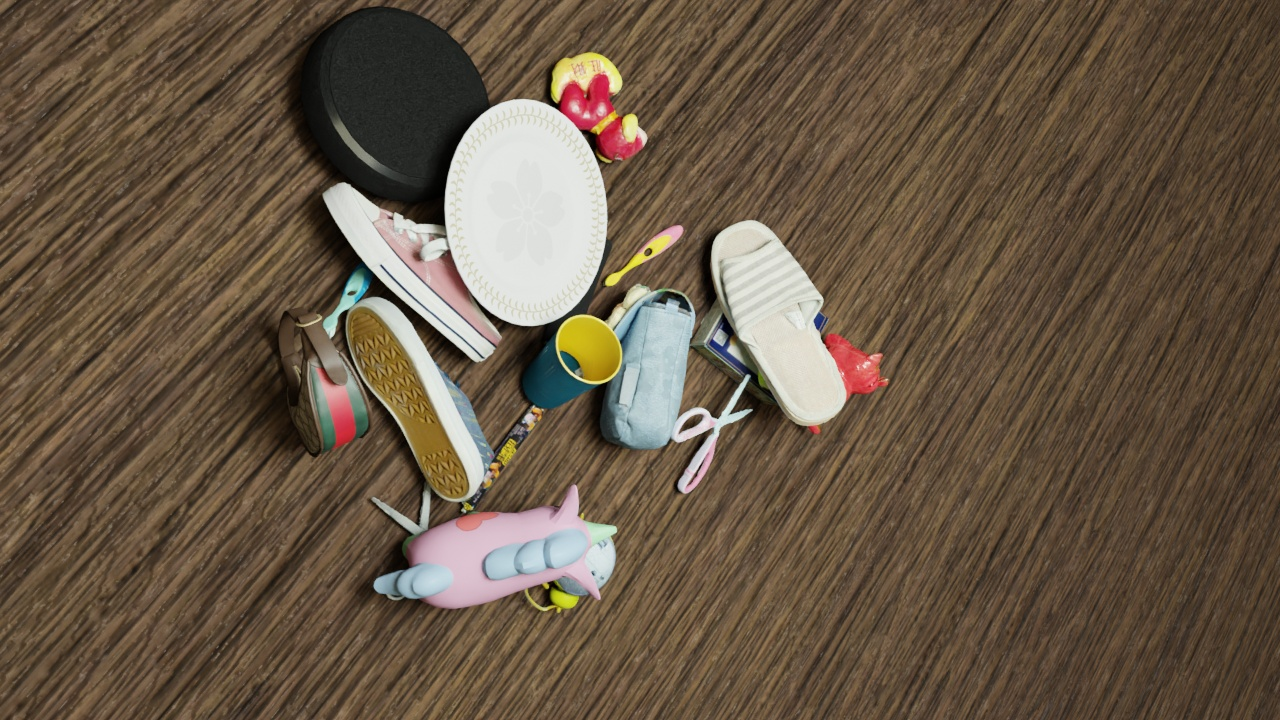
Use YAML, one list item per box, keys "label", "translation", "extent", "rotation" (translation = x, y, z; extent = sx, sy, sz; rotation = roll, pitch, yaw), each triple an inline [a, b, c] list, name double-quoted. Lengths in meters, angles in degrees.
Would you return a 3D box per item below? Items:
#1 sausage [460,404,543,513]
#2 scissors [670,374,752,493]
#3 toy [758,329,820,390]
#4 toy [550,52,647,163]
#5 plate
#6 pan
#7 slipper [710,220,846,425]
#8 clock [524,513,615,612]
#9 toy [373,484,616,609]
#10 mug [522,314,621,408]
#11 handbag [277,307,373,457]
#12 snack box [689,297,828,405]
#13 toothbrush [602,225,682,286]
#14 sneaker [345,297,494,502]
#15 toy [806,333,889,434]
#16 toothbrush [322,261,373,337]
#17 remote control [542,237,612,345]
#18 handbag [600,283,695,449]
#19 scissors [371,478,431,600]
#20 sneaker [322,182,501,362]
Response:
- label: "sausage"
  translation: [-0.156, 0.108, 1.041]
  extent: [0.020, 0.020, 0.155]
  rotation: [43, 71, -21]
- label: "scissors"
  translation: [0.084, 0.084, 1.131]
  extent: [0.170, 0.014, 0.168]
  rotation: [-56, 147, -3]
- label: "toy"
  translation: [0.191, -0.015, 1.166]
  extent: [0.092, 0.043, 0.117]
  rotation: [11, 78, -17]
- label: "toy"
  translation: [-0.054, -0.295, 1.078]
  extent: [0.105, 0.067, 0.137]
  rotation: [-37, 98, -19]
- label: "plate"
  translation: [-0.122, -0.160, 1.004]
  extent: [0.241, 0.016, 0.242]
  rotation: [-9, 102, -50]
- label: "pan"
  translation: [-0.198, -0.222, 0.992]
  extent: [0.355, 0.044, 0.203]
  rotation: [44, 57, -25]
- label: "slipper"
  translation: [0.169, -0.050, 1.123]
  extent: [0.114, 0.054, 0.272]
  rotation: [-21, 77, -5]
- label: "clock"
  translation: [-0.084, 0.235, 1.058]
  extent: [0.118, 0.057, 0.083]
  rotation: [-47, 111, -21]
- label: "toy"
  translation: [-0.150, 0.202, 0.944]
  extent: [0.221, 0.171, 0.120]
  rotation: [-15, 95, -35]
- label: "mug"
  translation: [-0.082, 0.008, 1.018]
  extent: [0.078, 0.122, 0.078]
  rotation: [12, 64, -26]
- label: "handbag"
  translation: [-0.311, 0.017, 0.876]
  extent: [0.063, 0.167, 0.138]
  rotation: [-25, 89, -28]
- label: "snack box"
  translation: [0.157, -0.038, 1.197]
  extent: [0.145, 0.043, 0.144]
  rotation: [38, 73, -23]
- label: "toothbrush"
  translation: [0.003, -0.129, 1.133]
  extent: [0.135, 0.016, 0.021]
  rotation: [-39, 105, -25]
- label: "sneaker"
  translation: [-0.224, 0.033, 0.977]
  extent: [0.235, 0.088, 0.079]
  rotation: [62, 33, -9]
- label: "toy"
  translation: [0.265, 0.037, 1.214]
  extent: [0.132, 0.094, 0.088]
  rotation: [-59, 143, -14]
- label: "toothbrush"
  translation: [-0.295, -0.064, 0.929]
  extent: [0.022, 0.135, 0.017]
  rotation: [13, 126, -5]
- label: "remote control"
  translation: [-0.073, -0.082, 1.087]
  extent: [0.041, 0.020, 0.151]
  rotation: [26, 76, -27]
- label: "handbag"
  translation: [-0.006, 0.006, 1.075]
  extent: [0.118, 0.122, 0.192]
  rotation: [15, 84, -10]
- label: "scissors"
  translation: [-0.226, 0.201, 1.007]
  extent: [0.175, 0.014, 0.141]
  rotation: [30, 76, -27]
- label: "sneaker"
  translation: [-0.222, -0.104, 0.963]
  extent: [0.088, 0.118, 0.241]
  rotation: [-43, 116, 0]
